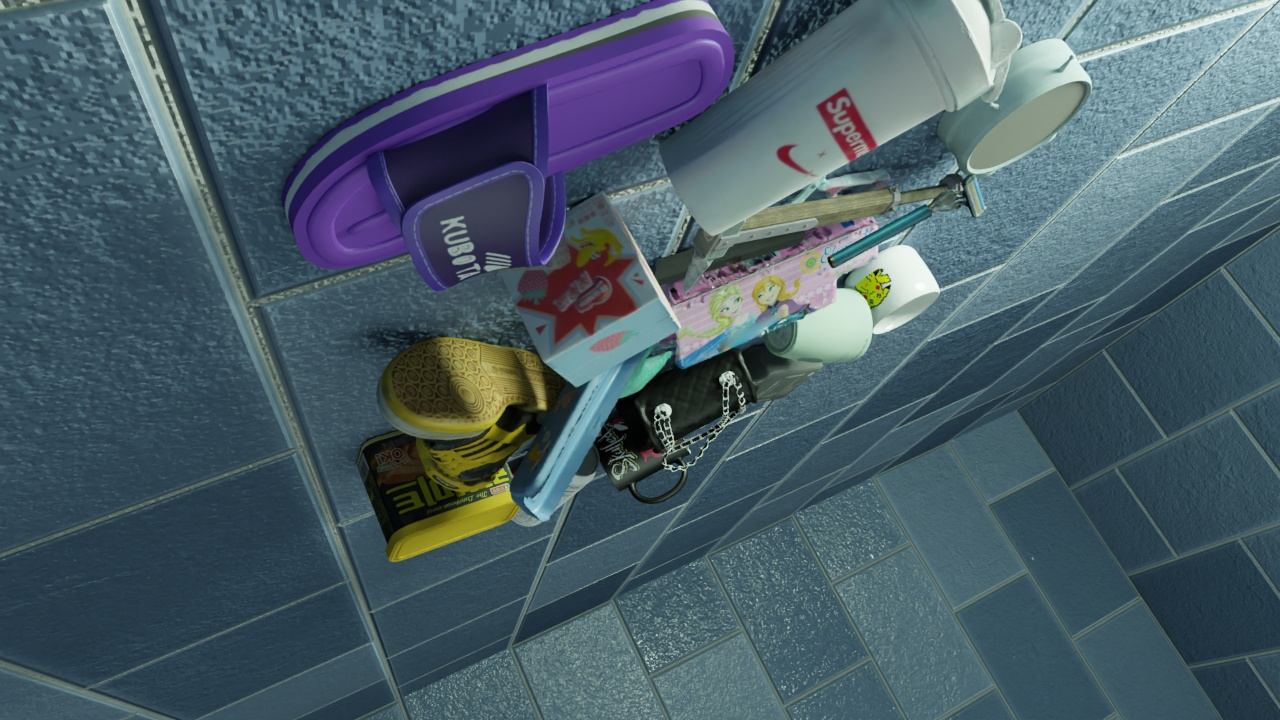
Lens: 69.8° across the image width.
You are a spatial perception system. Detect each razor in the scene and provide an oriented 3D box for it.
[{"bbox_3d":[0.234,-0.120,0.821,0.144,0.022,0.042,-25,127,12],"label":"razor"}]

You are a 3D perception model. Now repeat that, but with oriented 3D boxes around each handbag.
[{"bbox_3d":[0.061,0.059,1.018,0.153,0.114,0.125,-23,177,-5],"label":"handbag"}]

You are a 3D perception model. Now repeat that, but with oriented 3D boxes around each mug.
[{"bbox_3d":[0.185,-0.037,1.036,0.103,0.084,0.111,-4,180,-30],"label":"mug"},{"bbox_3d":[0.007,0.116,1.117,0.098,0.118,0.082,-28,161,2],"label":"mug"},{"bbox_3d":[0.281,-0.077,1.063,0.094,0.068,0.116,-5,151,-49],"label":"mug"}]

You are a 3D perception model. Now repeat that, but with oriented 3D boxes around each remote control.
[{"bbox_3d":[0.075,-0.093,0.805,0.146,0.015,0.033,-18,162,-15],"label":"remote control"}]

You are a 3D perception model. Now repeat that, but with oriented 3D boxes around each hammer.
[{"bbox_3d":[0.175,-0.128,0.791,0.316,0.028,0.147,-15,153,-34],"label":"hammer"}]

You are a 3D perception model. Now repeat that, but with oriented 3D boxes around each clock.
[{"bbox_3d":[0.326,-0.213,0.804,0.122,0.045,0.159,-29,160,8],"label":"clock"}]

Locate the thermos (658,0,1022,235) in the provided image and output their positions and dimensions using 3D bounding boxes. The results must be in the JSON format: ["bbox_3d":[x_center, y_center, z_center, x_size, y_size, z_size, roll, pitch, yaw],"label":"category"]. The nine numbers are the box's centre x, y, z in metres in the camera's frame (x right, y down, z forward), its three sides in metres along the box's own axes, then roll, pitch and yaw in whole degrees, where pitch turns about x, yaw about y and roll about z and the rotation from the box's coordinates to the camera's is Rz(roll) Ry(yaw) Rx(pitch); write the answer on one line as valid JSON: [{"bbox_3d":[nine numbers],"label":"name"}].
[{"bbox_3d":[0.123,-0.164,0.583,0.221,0.099,0.099,-30,162,19],"label":"thermos"}]

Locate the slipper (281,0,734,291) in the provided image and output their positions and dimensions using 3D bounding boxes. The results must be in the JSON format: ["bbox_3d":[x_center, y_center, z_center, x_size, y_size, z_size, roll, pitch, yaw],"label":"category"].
[{"bbox_3d":[-0.060,-0.101,0.504,0.266,0.084,0.107,-26,161,-6],"label":"slipper"}]

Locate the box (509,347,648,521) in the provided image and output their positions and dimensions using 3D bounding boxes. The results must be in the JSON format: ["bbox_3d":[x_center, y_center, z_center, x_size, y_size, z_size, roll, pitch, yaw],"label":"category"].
[{"bbox_3d":[-0.049,0.030,0.776,0.209,0.043,0.125,-62,171,-20],"label":"box"}]

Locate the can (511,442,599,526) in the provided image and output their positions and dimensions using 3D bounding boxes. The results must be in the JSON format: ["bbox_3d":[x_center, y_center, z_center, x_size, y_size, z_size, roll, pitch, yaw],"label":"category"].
[{"bbox_3d":[-0.111,0.141,1.096,0.070,0.070,0.132,-7,153,-46],"label":"can"}]

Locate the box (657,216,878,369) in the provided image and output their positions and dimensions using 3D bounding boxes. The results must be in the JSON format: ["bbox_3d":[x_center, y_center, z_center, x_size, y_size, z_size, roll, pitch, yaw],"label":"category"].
[{"bbox_3d":[0.123,-0.067,0.868,0.230,0.071,0.085,-23,161,-13],"label":"box"}]

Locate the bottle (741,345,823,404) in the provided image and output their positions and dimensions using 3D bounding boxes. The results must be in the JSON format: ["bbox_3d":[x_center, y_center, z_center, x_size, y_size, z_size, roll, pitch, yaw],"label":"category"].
[{"bbox_3d":[0.148,0.019,1.166,0.173,0.046,0.084,-7,153,-46],"label":"bottle"}]

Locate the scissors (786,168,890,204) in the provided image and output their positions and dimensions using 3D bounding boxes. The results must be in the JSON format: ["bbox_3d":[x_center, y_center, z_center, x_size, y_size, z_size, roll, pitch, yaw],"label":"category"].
[{"bbox_3d":[0.166,-0.158,0.777,0.176,0.013,0.171,-8,153,-44],"label":"scissors"}]

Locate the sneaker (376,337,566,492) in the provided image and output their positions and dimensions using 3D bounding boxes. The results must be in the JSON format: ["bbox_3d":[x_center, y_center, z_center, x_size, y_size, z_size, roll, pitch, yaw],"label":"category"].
[{"bbox_3d":[-0.159,0.051,0.762,0.122,0.086,0.238,-39,162,20],"label":"sneaker"}]

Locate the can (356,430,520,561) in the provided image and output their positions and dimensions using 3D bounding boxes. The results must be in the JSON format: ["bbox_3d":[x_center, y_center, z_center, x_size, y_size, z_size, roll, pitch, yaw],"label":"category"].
[{"bbox_3d":[-0.191,0.116,0.870,0.130,0.101,0.073,-16,158,-31],"label":"can"}]

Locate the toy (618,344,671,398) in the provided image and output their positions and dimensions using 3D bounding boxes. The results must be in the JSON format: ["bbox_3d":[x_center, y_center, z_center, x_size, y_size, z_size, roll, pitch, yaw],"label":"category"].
[{"bbox_3d":[-0.006,0.006,0.950,0.085,0.033,0.105,-41,164,-4],"label":"toy"}]

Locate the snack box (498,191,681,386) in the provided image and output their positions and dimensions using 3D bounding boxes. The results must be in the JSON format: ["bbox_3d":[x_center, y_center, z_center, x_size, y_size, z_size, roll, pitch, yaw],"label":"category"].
[{"bbox_3d":[-0.037,-0.049,0.658,0.093,0.094,0.079,-29,162,5],"label":"snack box"}]
